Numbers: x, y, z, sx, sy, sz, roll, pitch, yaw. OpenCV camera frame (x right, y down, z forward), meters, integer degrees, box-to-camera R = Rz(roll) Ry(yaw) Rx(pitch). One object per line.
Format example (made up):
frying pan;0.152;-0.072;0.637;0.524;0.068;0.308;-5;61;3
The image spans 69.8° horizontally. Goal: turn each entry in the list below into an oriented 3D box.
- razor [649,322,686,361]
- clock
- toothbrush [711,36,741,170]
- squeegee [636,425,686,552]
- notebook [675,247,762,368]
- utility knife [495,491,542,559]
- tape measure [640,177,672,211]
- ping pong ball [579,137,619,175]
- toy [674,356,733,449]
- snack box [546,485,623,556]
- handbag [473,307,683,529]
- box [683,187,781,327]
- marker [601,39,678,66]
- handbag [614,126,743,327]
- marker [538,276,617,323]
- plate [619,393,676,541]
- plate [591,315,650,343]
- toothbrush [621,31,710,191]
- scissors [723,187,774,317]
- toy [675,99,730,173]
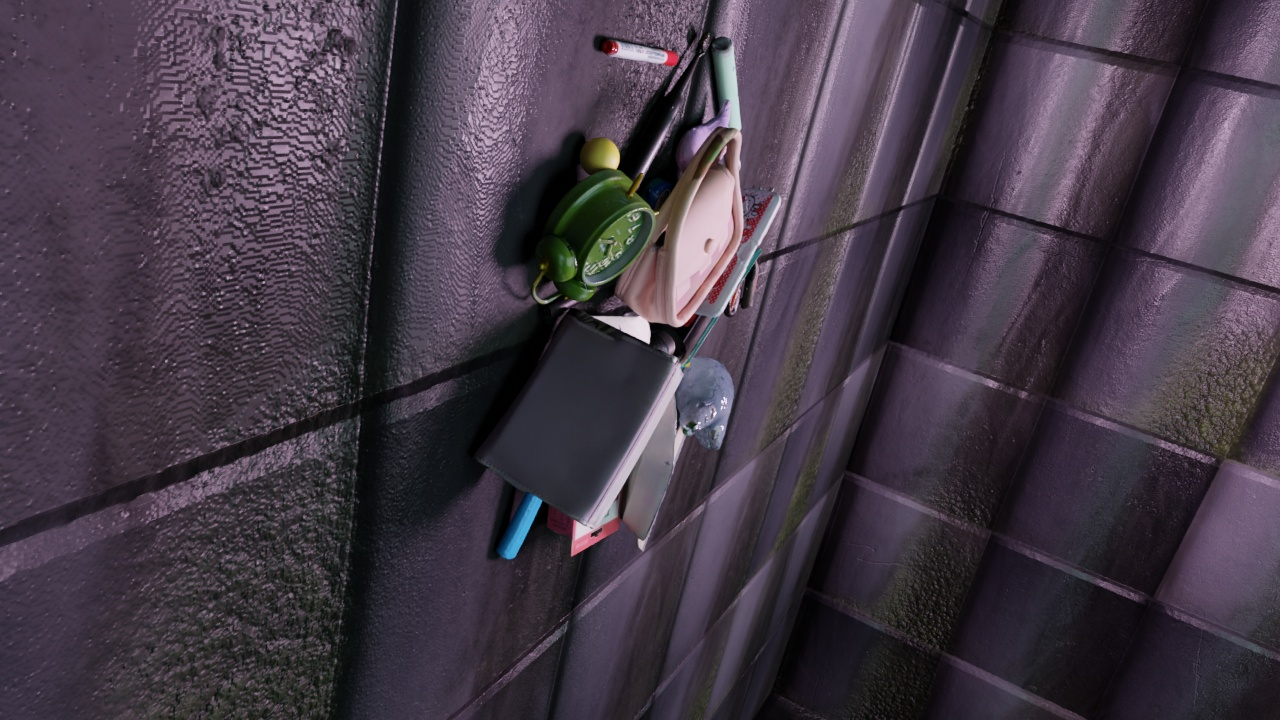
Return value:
razor;-0.007;0.007;1.194;0.167;0.062;0.068;-37;174;-43
clock;-0.051;-0.119;0.929;0.161;0.056;0.116;-45;160;-2
toothbrush;0.116;-0.323;1.190;0.225;0.026;0.027;71;23;-57
squeegee;0.019;0.115;1.354;0.247;0.039;0.245;85;23;-51
notebook;0.095;-0.057;1.315;0.208;0.012;0.151;-57;-176;-23
utility knife;-0.117;0.143;1.062;0.034;0.018;0.209;-1;122;-61
tape measure;0.015;-0.189;1.087;0.054;0.025;0.058;-47;160;-43
ping pong ball;-0.041;-0.205;0.925;0.040;0.040;0.040;-48;150;-40
toy;0.093;0.063;1.373;0.356;0.091;0.138;25;67;-82
snack box;-0.068;0.169;1.174;0.113;0.044;0.127;-16;116;-58
handbag;-0.063;0.061;0.973;0.197;0.145;0.098;-59;171;-9
box;0.120;-0.139;1.272;0.201;0.100;0.112;-62;156;-13
marker;0.001;-0.318;0.949;0.145;0.017;0.017;-24;132;-59
handbag;0.061;-0.171;1.065;0.192;0.093;0.235;-53;166;-35
marker;-0.067;-0.073;1.016;0.131;0.020;0.022;-37;134;-51
plate;0.002;0.124;1.198;0.266;0.034;0.161;106;-16;-51
plate;-0.046;0.028;1.085;0.164;0.034;0.164;-4;114;-48
toothbrush;0.031;-0.284;1.036;0.212;0.026;0.027;-63;169;-13
scissors;0.177;-0.162;1.468;0.221;0.022;0.230;82;31;-54
toy;0.080;-0.271;1.139;0.107;0.039;0.084;-38;145;-41
